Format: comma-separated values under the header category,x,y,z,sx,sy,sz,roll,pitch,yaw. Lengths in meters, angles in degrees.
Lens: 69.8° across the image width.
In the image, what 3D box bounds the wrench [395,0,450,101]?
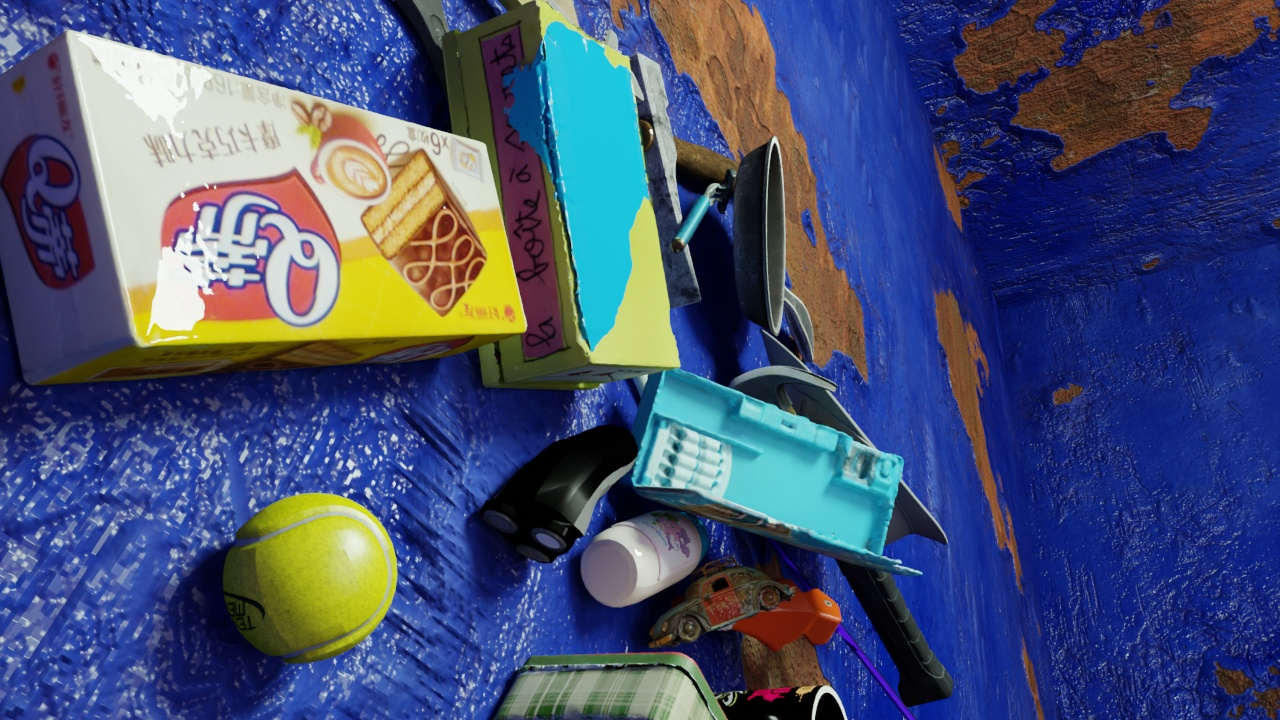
category,x,y,z,sx,sy,sz,roll,pitch,yaw
wrench,-0.113,-0.168,0.579,0.072,0.018,0.273,-48,121,-58

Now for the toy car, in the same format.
category,x,y,z,sx,sy,sz,roll,pitch,yaw
toy car,0.053,0.166,0.645,0.111,0.047,0.047,-15,71,-22

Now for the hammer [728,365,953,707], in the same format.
category,x,y,z,sx,sy,sz,roll,pitch,yaw
hammer,0.176,0.152,0.788,0.333,0.118,0.025,60,29,-6

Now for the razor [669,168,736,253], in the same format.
category,x,y,z,sx,sy,sz,roll,pitch,yaw
razor,0.051,-0.124,0.781,0.143,0.022,0.042,-53,161,-54

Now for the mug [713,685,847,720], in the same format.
category,x,y,z,sx,sy,sz,roll,pitch,yaw
mug,0.081,0.267,0.639,0.118,0.098,0.081,47,38,-43

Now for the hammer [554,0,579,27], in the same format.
category,x,y,z,sx,sy,sz,roll,pitch,yaw
hammer,-0.065,-0.280,0.676,0.119,0.031,0.331,-27,107,-38

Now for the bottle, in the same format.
category,x,y,z,sx,sy,sz,roll,pitch,yaw
bottle,0.013,0.130,0.631,0.146,0.051,0.051,-1,78,-63

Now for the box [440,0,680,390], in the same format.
category,x,y,z,sx,sy,sz,roll,pitch,yaw
box,-0.049,-0.095,0.576,0.124,0.081,0.221,0,78,-62

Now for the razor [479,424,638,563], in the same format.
category,x,y,z,sx,sy,sz,roll,pitch,yaw
razor,-0.039,0.071,0.566,0.155,0.057,0.060,-48,151,-58

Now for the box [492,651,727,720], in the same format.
category,x,y,z,sx,sy,sz,roll,pitch,yaw
box,0.014,0.247,0.505,0.205,0.118,0.049,61,32,-22

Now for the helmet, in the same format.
category,x,y,z,sx,sy,sz,roll,pitch,yaw
helmet,0.162,0.105,0.867,0.271,0.118,0.183,48,3,-12

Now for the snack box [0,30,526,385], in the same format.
category,x,y,z,sx,sy,sz,roll,pitch,yaw
snack box,-0.148,-0.053,0.405,0.229,0.062,0.110,-6,82,-63

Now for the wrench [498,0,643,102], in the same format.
category,x,y,z,sx,sy,sz,roll,pitch,yaw
wrench,-0.085,-0.253,0.634,0.273,0.018,0.083,41,65,-37

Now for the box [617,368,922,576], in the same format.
category,x,y,z,sx,sy,sz,roll,pitch,yaw
box,0.114,0.084,0.653,0.226,0.121,0.098,22,80,-23

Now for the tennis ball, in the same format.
category,x,y,z,sx,sy,sz,roll,pitch,yaw
tennis ball,-0.130,0.086,0.364,0.065,0.065,0.065,37,46,-51

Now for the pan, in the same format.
category,x,y,z,sx,sy,sz,roll,pitch,yaw
pan,0.143,-0.081,0.950,0.357,0.055,0.187,63,30,-61

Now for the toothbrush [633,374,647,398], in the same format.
category,x,y,z,sx,sy,sz,roll,pitch,yaw
toothbrush,-0.004,0.004,0.701,0.022,0.015,0.155,-35,112,-29

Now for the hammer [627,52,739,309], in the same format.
category,x,y,z,sx,sy,sz,roll,pitch,yaw
hammer,0.071,-0.156,0.903,0.300,0.037,0.217,-4,81,-63

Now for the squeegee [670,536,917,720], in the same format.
category,x,y,z,sx,sy,sz,roll,pitch,yaw
squeegee,0.103,0.197,0.719,0.184,0.055,0.249,13,24,-32
